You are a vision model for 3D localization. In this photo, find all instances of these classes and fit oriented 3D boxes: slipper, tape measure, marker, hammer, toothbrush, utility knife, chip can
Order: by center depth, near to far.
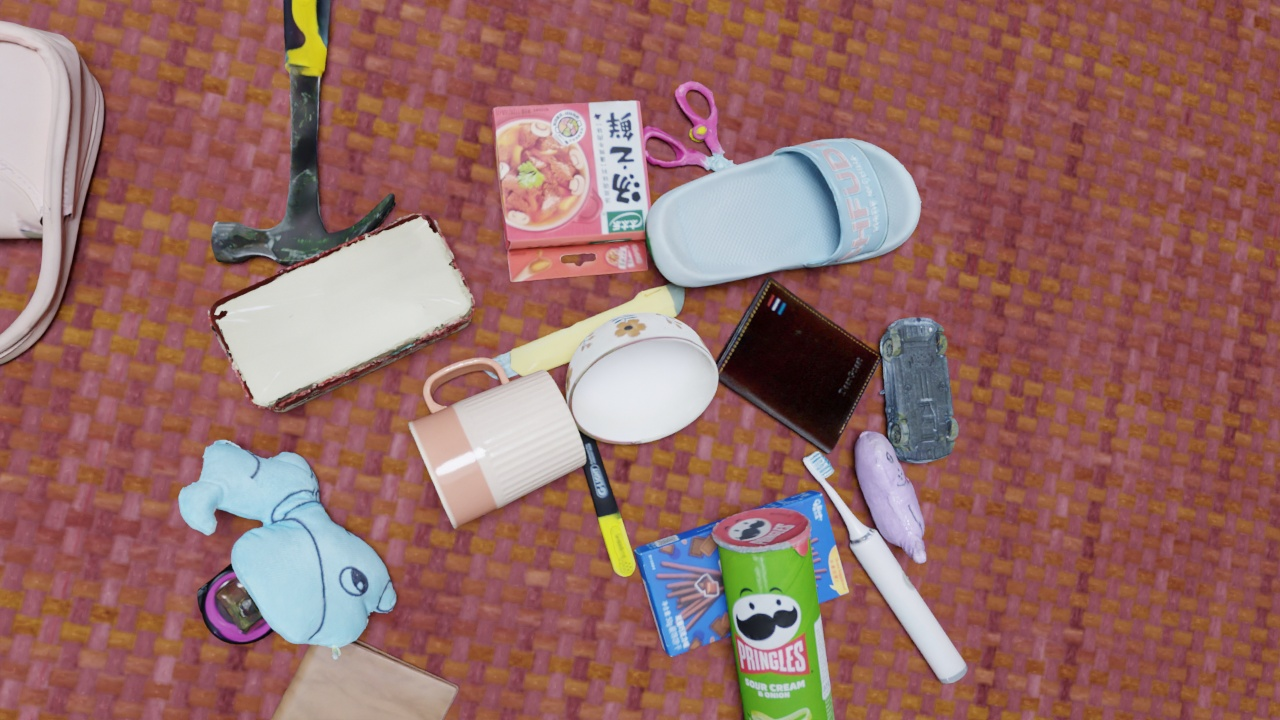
[{"bbox_3d":[-0.279,0.170,0.648,0.057,0.039,0.058,-38,95,-11],"label":"tape measure"},{"bbox_3d":[-0.245,-0.231,0.679,0.126,0.032,0.323,0,87,-11],"label":"hammer"},{"bbox_3d":[0.107,0.232,0.685,0.072,0.072,0.236,-12,102,-12],"label":"chip can"},{"bbox_3d":[0.120,-0.118,0.711,0.245,0.074,0.104,-16,91,-23],"label":"slipper"},{"bbox_3d":[-0.028,0.108,0.715,0.018,0.015,0.124,-17,89,-15],"label":"marker"},{"bbox_3d":[-0.041,-0.021,0.717,0.173,0.019,0.031,-22,88,-13],"label":"utility knife"},{"bbox_3d":[0.198,0.168,0.752,0.026,0.026,0.221,-33,94,11],"label":"toothbrush"}]

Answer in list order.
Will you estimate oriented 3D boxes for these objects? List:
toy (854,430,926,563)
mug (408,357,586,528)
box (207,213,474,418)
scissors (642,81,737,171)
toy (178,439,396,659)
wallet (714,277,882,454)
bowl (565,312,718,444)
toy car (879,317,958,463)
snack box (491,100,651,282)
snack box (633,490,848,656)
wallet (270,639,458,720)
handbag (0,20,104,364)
[{"bbox_3d":[0.199,0.107,0.733,0.039,0.084,0.108,-21,86,9],"label":"toy"},{"bbox_3d":[-0.110,0.050,0.674,0.105,0.082,0.114,-24,67,-14],"label":"mug"},{"bbox_3d":[-0.207,-0.032,0.653,0.168,0.079,0.091,-27,92,-11],"label":"box"},{"bbox_3d":[0.056,-0.155,0.745,0.096,0.017,0.137,-36,98,-12],"label":"scissors"},{"bbox_3d":[-0.238,0.132,0.633,0.161,0.050,0.156,23,42,-47],"label":"toy"},{"bbox_3d":[0.129,0.004,0.750,0.122,0.020,0.096,34,81,-10],"label":"wallet"},{"bbox_3d":[-0.004,0.004,0.690,0.113,0.114,0.062,-8,48,-12],"label":"bowl"},{"bbox_3d":[0.227,0.025,0.758,0.054,0.037,0.120,-4,88,-14],"label":"toy car"},{"bbox_3d":[-0.051,-0.130,0.706,0.113,0.044,0.127,-7,89,-12],"label":"snack box"},{"bbox_3d":[0.082,0.166,0.727,0.157,0.026,0.084,-16,92,-12],"label":"snack box"},{"bbox_3d":[-0.206,0.262,0.671,0.115,0.020,0.101,27,84,-12],"label":"wallet"},{"bbox_3d":[-0.469,-0.107,0.611,0.193,0.093,0.234,-2,96,-12],"label":"handbag"}]
